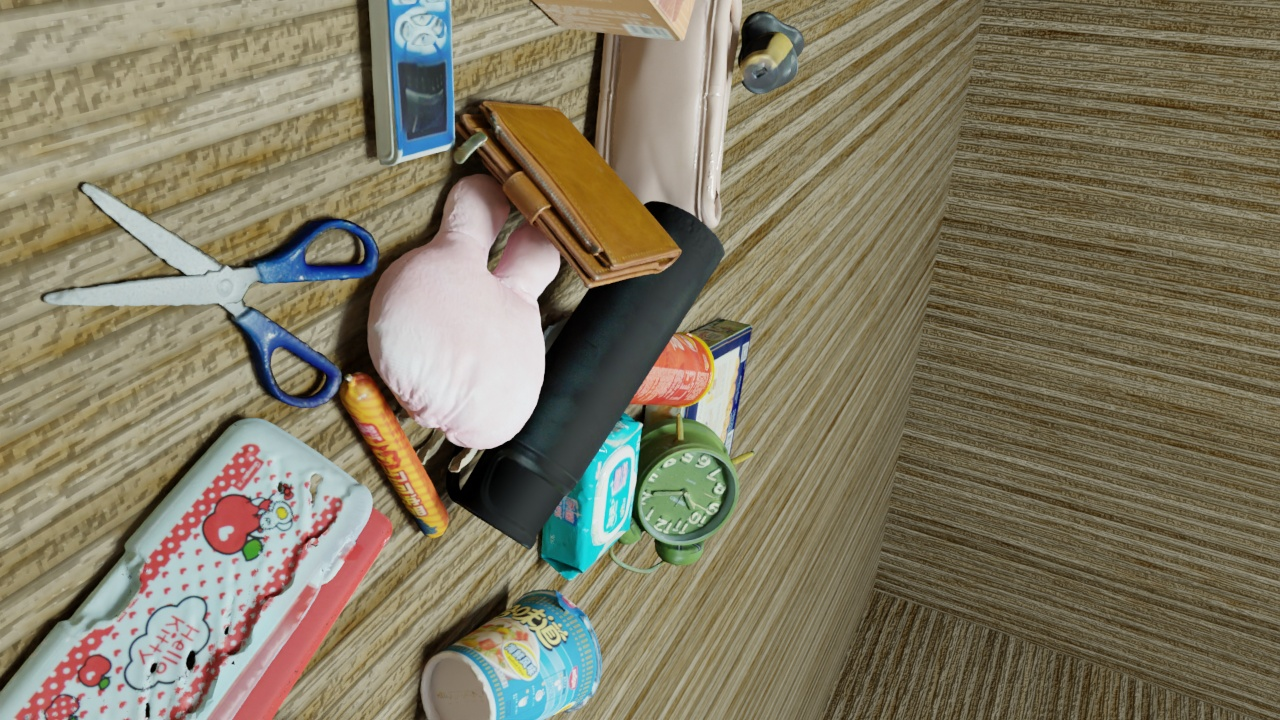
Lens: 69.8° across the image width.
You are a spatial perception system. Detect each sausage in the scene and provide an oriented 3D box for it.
[{"bbox_3d":[-0.144,0.061,0.551,0.021,0.021,0.165,-58,152,-33],"label":"sausage"}]

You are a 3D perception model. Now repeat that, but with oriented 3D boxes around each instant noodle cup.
[{"bbox_3d":[-0.100,0.232,0.680,0.109,0.099,0.099,-8,111,-56],"label":"instant noodle cup"}]

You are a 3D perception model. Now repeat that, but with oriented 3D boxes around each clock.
[{"bbox_3d":[0.028,0.132,0.873,0.116,0.056,0.161,28,99,-23],"label":"clock"}]

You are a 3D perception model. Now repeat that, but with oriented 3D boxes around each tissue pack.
[{"bbox_3d":[-0.041,0.112,0.779,0.093,0.050,0.134,-33,133,-59],"label":"tissue pack"}]

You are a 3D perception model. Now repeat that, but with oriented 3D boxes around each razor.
[{"bbox_3d":[0.103,-0.254,0.768,0.067,0.062,0.167,63,21,-18],"label":"razor"}]

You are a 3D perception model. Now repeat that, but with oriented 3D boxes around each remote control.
[{"bbox_3d":[-0.118,-0.165,0.469,0.048,0.024,0.125,-37,135,-55],"label":"remote control"}]

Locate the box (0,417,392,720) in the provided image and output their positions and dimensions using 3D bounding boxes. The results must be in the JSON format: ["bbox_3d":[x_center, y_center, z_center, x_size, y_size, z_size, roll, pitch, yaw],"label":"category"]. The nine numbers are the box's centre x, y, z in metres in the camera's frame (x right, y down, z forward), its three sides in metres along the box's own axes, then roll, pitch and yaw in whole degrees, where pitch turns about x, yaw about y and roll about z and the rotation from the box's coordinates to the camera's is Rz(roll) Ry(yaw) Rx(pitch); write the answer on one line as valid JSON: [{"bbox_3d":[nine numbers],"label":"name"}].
[{"bbox_3d":[-0.210,0.136,0.428,0.095,0.100,0.200,-37,-160,56],"label":"box"}]

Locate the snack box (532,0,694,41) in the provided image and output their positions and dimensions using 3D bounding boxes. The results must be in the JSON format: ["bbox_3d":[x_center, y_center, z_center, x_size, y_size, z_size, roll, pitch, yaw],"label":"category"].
[{"bbox_3d":[-0.015,-0.258,0.556,0.077,0.093,0.094,14,91,-66],"label":"snack box"}]

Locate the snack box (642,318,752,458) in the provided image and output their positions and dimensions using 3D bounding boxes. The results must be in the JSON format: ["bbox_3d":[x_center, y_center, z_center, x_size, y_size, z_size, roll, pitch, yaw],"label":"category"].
[{"bbox_3d":[0.058,0.059,0.976,0.182,0.046,0.178,-24,126,-61],"label":"snack box"}]

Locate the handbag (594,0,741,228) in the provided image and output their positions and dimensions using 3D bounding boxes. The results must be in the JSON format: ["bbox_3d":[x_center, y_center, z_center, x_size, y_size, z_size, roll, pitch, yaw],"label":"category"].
[{"bbox_3d":[0.043,-0.206,0.748,0.233,0.093,0.193,-33,129,-70],"label":"handbag"}]

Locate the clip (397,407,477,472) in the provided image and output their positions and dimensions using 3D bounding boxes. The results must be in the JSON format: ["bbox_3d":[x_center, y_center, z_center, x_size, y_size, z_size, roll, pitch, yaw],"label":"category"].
[{"bbox_3d":[-0.113,0.034,0.595,0.104,0.035,0.087,-47,142,-61],"label":"clip"}]

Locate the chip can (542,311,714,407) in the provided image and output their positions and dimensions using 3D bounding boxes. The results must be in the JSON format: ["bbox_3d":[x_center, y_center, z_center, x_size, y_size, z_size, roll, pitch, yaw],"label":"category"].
[{"bbox_3d":[-0.005,0.004,0.769,0.216,0.073,0.073,5,99,-67],"label":"chip can"}]

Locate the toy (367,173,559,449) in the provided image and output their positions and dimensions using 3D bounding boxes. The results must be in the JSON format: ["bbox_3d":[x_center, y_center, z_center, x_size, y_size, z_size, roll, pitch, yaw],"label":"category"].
[{"bbox_3d":[-0.096,-0.029,0.541,0.121,0.054,0.159,41,54,-36],"label":"toy"}]

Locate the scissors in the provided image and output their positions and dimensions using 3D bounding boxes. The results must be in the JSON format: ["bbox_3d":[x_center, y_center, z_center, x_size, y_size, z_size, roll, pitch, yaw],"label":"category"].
[{"bbox_3d":[-0.180,-0.035,0.426,0.162,0.012,0.163,-54,148,-36],"label":"scissors"}]

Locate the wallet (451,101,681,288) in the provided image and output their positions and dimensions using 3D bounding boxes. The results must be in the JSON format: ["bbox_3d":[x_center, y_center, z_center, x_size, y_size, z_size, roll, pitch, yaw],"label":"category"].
[{"bbox_3d":[-0.044,-0.104,0.559,0.035,0.130,0.118,-45,169,32],"label":"wallet"}]

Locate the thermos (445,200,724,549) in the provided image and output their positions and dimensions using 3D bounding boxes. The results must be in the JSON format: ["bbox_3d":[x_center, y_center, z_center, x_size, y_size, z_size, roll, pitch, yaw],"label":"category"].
[{"bbox_3d":[-0.042,0.002,0.621,0.242,0.090,0.068,-56,153,-14],"label":"thermos"}]
